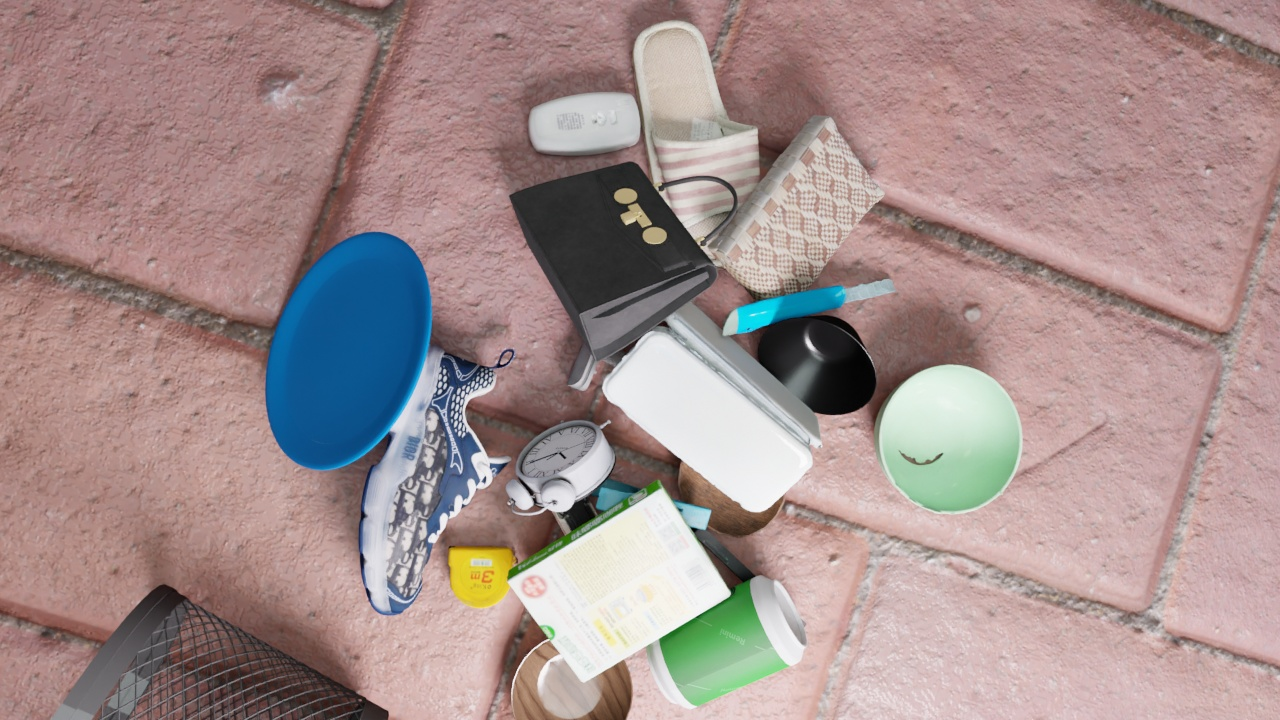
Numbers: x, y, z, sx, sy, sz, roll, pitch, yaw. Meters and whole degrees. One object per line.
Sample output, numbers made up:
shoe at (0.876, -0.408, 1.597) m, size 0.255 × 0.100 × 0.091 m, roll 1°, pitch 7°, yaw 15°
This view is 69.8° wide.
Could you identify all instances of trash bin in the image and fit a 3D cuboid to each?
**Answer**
trash bin at (-0.365, 0.343, 0.785) m, size 0.227 × 0.218 × 0.217 m, roll 30°, pitch 84°, yaw -9°

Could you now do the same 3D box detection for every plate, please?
plate at (-0.265, -0.009, 0.843) m, size 0.225 × 0.024 × 0.224 m, roll -12°, pitch 69°, yaw 32°

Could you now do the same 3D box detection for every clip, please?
clip at (-0.006, 0.138, 0.910) m, size 0.122 × 0.120 × 0.033 m, roll 16°, pitch 85°, yaw -38°

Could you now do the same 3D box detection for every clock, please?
clock at (-0.079, 0.104, 0.877) m, size 0.122 × 0.095 × 0.035 m, roll -51°, pitch 126°, yaw -42°

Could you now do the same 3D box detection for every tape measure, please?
tape measure at (-0.155, 0.213, 0.904) m, size 0.068 × 0.030 × 0.059 m, roll 1°, pitch 87°, yaw -5°

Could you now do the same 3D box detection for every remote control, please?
remote control at (-0.058, -0.241, 0.937) m, size 0.114 × 0.028 × 0.060 m, roll -10°, pitch 89°, yaw -8°
remote control at (0.108, 0.220, 0.936) m, size 0.150 × 0.034 × 0.013 m, roll 43°, pitch 83°, yaw -4°

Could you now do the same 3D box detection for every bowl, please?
bowl at (0.092, 0.125, 0.942) m, size 0.114 × 0.026 × 0.102 m, roll 37°, pitch 83°, yaw -5°
bowl at (-0.069, 0.326, 0.910) m, size 0.119 × 0.032 × 0.119 m, roll 0°, pitch 88°, yaw -7°
bowl at (0.305, 0.080, 0.946) m, size 0.151 × 0.077 × 0.151 m, roll 0°, pitch 87°, yaw -7°
bowl at (0.187, -0.008, 0.934) m, size 0.124 × 0.124 × 0.052 m, roll 41°, pitch 50°, yaw -4°

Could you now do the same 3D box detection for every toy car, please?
toy car at (-0.059, 0.169, 0.915) m, size 0.039 × 0.039 × 0.113 m, roll -29°, pitch 93°, yaw -34°

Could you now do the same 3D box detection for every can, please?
can at (0.083, 0.272, 0.886) m, size 0.140 × 0.087 × 0.088 m, roll -29°, pitch 91°, yaw 13°

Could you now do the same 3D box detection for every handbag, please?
handbag at (0.003, -0.121, 0.871) m, size 0.195 × 0.072 × 0.175 m, roll -26°, pitch 53°, yaw -7°
handbag at (0.158, -0.142, 0.934) m, size 0.185 × 0.047 × 0.124 m, roll -52°, pitch 126°, yaw -7°

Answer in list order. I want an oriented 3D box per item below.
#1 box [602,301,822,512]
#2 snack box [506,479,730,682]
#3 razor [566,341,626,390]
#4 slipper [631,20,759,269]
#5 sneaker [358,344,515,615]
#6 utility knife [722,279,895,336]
box at (0.073, 0.045, 0.907) m, size 0.210 × 0.129 × 0.105 m, roll 42°, pitch 111°, yaw -4°
snack box at (-0.019, 0.208, 0.861) m, size 0.168 × 0.027 × 0.132 m, roll -31°, pitch 106°, yaw 3°
razor at (-0.006, 0.005, 0.930) m, size 0.116 × 0.047 × 0.088 m, roll 23°, pitch 85°, yaw -14°
slipper at (0.061, -0.224, 0.940) m, size 0.115 × 0.052 × 0.263 m, roll -16°, pitch 90°, yaw -7°
sneaker at (-0.192, 0.109, 0.876) m, size 0.132 × 0.103 × 0.269 m, roll 8°, pitch 83°, yaw -13°
utility knife at (0.177, -0.058, 0.938) m, size 0.220 × 0.015 × 0.031 m, roll -11°, pitch 118°, yaw -24°
